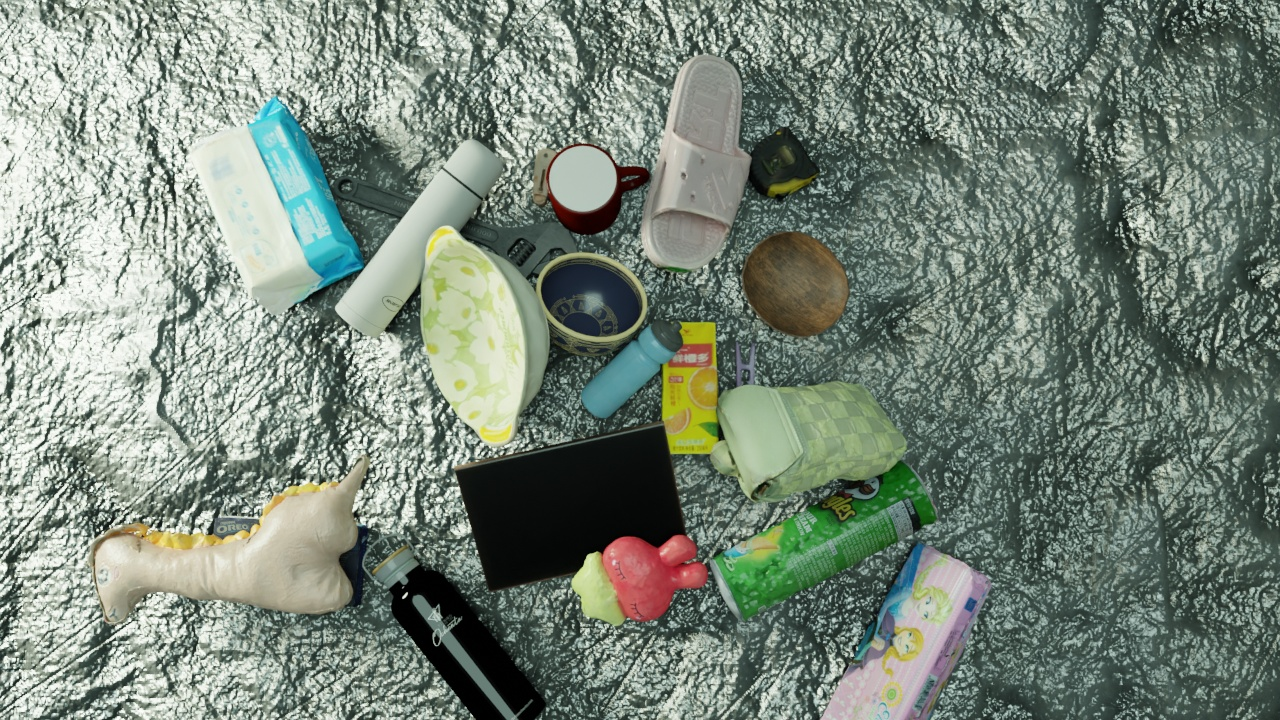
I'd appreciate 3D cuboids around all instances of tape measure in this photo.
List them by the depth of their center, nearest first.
[{"bbox_3d":[0.144,-0.206,0.965,0.062,0.038,0.067,-31,86,-3],"label":"tape measure"}]

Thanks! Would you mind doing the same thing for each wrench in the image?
[{"bbox_3d":[-0.195,-0.145,0.970,0.273,0.018,0.073,19,85,3],"label":"wrench"}]

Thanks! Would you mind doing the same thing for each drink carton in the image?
[{"bbox_3d":[0.050,0.029,0.940,0.058,0.043,0.134,-1,86,2],"label":"drink carton"}]

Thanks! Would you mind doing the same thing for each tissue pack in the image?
[{"bbox_3d":[-0.376,-0.161,0.947,0.117,0.066,0.209,-27,84,-2],"label":"tissue pack"}]

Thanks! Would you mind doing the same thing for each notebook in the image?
[{"bbox_3d":[-0.066,0.147,0.917,0.209,0.008,0.141,-12,108,-1],"label":"notebook"}]

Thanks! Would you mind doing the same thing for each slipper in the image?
[{"bbox_3d":[0.066,-0.206,0.940,0.094,0.064,0.239,14,80,-21],"label":"slipper"}]

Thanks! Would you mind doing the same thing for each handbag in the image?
[{"bbox_3d":[0.159,0.086,0.905,0.186,0.117,0.113,-3,55,-23],"label":"handbag"}]

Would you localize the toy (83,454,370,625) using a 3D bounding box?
[{"bbox_3d":[-0.400,0.172,0.894,0.264,0.065,0.196,7,76,7],"label":"toy"}]

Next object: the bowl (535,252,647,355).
[{"bbox_3d":[-0.055,-0.047,0.932,0.112,0.061,0.112,9,52,-12],"label":"bowl"}]

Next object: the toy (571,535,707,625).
[{"bbox_3d":[0.000,0.218,0.914,0.135,0.045,0.092,-17,104,7],"label":"toy"}]

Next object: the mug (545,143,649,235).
[{"bbox_3d":[-0.041,-0.178,0.939,0.105,0.082,0.073,-17,85,-2],"label":"mug"}]

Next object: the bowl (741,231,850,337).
[{"bbox_3d":[0.160,-0.078,0.958,0.102,0.026,0.114,-43,86,-3],"label":"bowl"}]

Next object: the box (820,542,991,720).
[{"bbox_3d":[0.274,0.308,0.907,0.096,0.085,0.230,33,84,-29],"label":"box"}]

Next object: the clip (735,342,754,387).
[{"bbox_3d":[0.112,0.006,0.958,0.036,0.013,0.053,14,87,2],"label":"clip"}]

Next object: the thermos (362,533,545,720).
[{"bbox_3d":[-0.190,0.269,0.906,0.061,0.061,0.231,-40,86,-4],"label":"thermos"}]

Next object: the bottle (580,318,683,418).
[{"bbox_3d":[-0.005,0.005,0.916,0.040,0.040,0.130,48,115,4],"label":"bottle"}]

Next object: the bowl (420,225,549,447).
[{"bbox_3d":[-0.144,-0.027,0.900,0.060,0.189,0.219,-15,88,-39],"label":"bowl"}]

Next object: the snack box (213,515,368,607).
[{"bbox_3d":[-0.356,0.202,0.930,0.150,0.027,0.082,5,84,0],"label":"snack box"}]

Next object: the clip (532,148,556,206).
[{"bbox_3d":[-0.101,-0.194,0.962,0.025,0.043,0.061,9,79,2],"label":"clip"}]

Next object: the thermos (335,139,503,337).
[{"bbox_3d":[-0.223,-0.126,0.935,0.052,0.052,0.224,38,93,3],"label":"thermos"}]

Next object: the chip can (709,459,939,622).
[{"bbox_3d":[0.179,0.180,0.911,0.223,0.075,0.075,-26,85,-3],"label":"chip can"}]
